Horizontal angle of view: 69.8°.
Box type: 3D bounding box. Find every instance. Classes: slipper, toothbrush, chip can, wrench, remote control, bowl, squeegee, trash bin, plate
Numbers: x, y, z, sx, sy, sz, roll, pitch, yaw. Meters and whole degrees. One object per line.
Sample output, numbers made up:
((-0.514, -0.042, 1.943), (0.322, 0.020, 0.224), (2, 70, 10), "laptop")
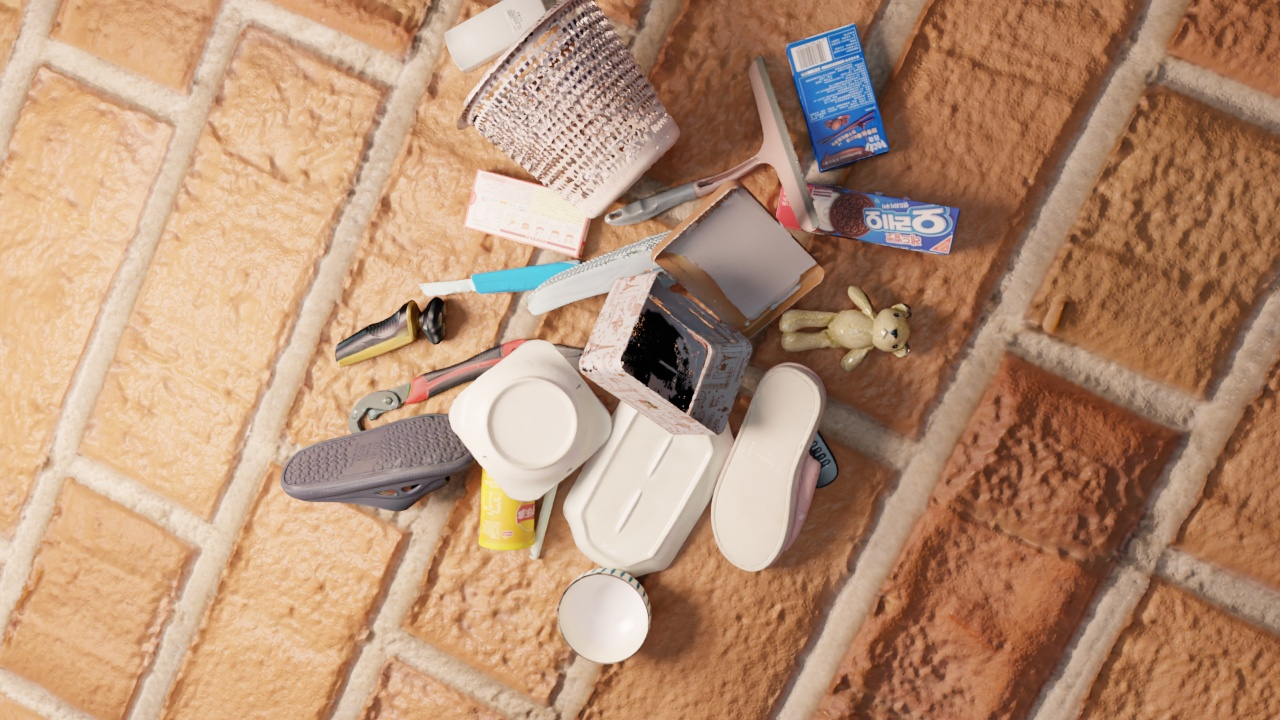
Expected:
((0.158, 0.129, 1.106), (0.114, 0.054, 0.275), (22, 112, 26), "slipper")
((-0.113, 0.169, 1.184), (0.029, 0.020, 0.189), (22, 98, 38), "toothbrush")
((-0.167, 0.129, 1.164), (0.072, 0.072, 0.213), (2, 93, 9), "chip can")
((-0.019, -0.095, 1.111), (0.245, 0.104, 0.074), (-19, 103, 6), "slipper")
((-0.265, 0.033, 1.201), (0.274, 0.016, 0.056), (-24, 93, 10), "wrench")
((0.194, 0.094, 1.128), (0.053, 0.024, 0.136), (-34, 87, 16), "remote control")
((-0.326, 0.141, 1.186), (0.268, 0.110, 0.083), (-11, 130, 9), "slipper")
((-0.180, -0.418, 1.161), (0.135, 0.019, 0.056), (-26, 89, 10), "remote control")
((-0.041, 0.314, 1.156), (0.116, 0.066, 0.116), (1, 96, 10), "bowl")
((0.071, -0.215, 1.118), (0.250, 0.040, 0.247), (-21, 67, 19), "squeegee")
((-0.069, -0.283, 1.067), (0.228, 0.227, 0.192), (-43, 99, 9), "trash bin")
((-0.132, 0.074, 1.112), (0.163, 0.034, 0.164), (-40, 97, -4), "plate")
((0.008, 0.152, 1.148), (0.162, 0.034, 0.266), (31, 101, 5), "plate")

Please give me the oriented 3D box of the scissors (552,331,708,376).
((-0.006, -0.007, 1.160), (0.205, 0.015, 0.197), (46, 100, 4), "scissors")

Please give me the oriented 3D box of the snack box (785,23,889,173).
((0.235, -0.312, 1.097), (0.084, 0.026, 0.157), (-15, 91, 10), "snack box")

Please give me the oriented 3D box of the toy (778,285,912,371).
((0.243, -0.036, 1.091), (0.157, 0.066, 0.105), (0, 98, 2), "toy")

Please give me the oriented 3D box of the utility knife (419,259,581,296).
((-0.181, -0.102, 1.178), (0.216, 0.018, 0.034), (-5, 94, 8), "utility knife")

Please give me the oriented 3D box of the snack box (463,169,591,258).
((-0.140, -0.186, 1.164), (0.156, 0.027, 0.077), (16, 95, 8), "snack box")

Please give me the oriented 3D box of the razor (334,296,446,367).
((-0.325, -0.030, 1.194), (0.168, 0.062, 0.067), (-21, 121, 15), "razor")

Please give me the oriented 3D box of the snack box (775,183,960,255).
((0.267, -0.170, 1.085), (0.207, 0.057, 0.058), (11, 97, 8), "snack box")

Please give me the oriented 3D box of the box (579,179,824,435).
((0.069, -0.054, 1.042), (0.179, 0.125, 0.274), (36, 89, -34), "box")
